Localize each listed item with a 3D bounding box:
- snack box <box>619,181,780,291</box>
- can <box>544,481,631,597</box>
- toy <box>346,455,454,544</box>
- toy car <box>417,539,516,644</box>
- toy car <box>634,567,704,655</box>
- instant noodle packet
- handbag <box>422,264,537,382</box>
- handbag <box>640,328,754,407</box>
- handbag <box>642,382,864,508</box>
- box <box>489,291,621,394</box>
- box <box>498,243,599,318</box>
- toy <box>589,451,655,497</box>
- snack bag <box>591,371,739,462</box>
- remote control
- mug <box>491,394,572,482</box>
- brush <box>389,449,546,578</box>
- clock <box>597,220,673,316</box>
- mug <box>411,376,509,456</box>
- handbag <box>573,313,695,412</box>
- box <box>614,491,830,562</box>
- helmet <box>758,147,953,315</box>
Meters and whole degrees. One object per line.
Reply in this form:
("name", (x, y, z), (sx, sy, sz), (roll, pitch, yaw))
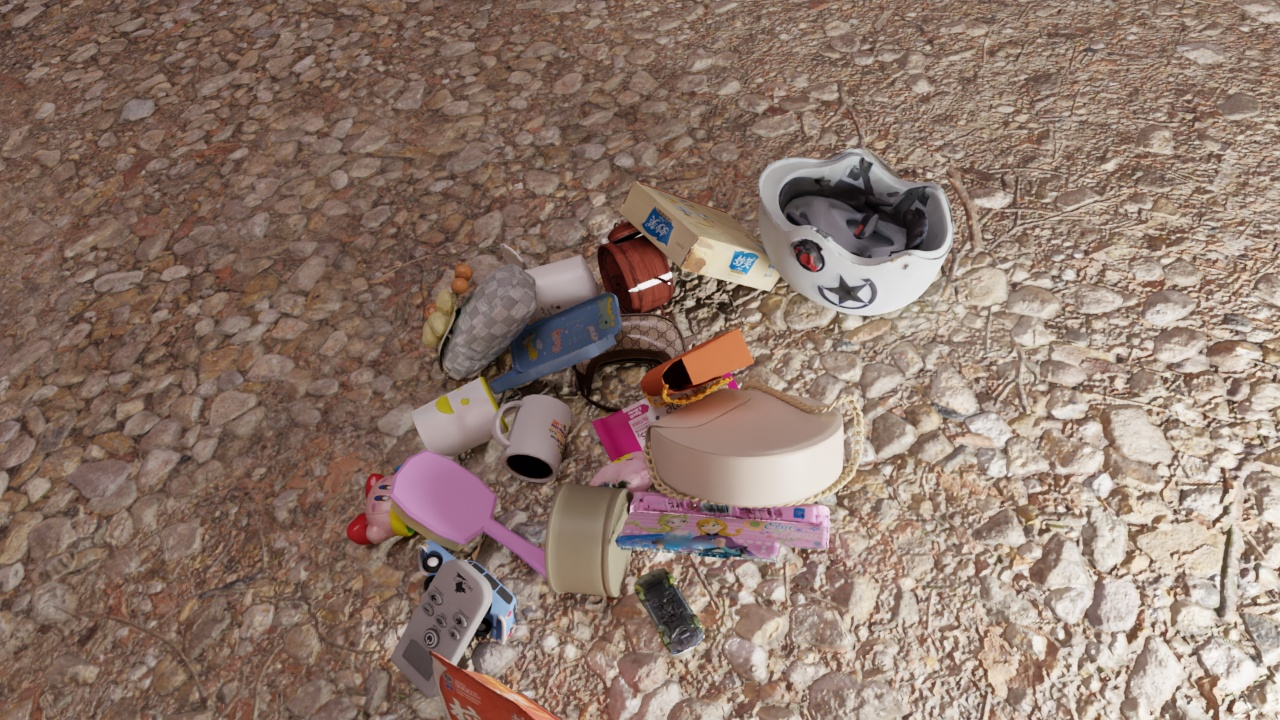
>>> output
("snack box", (0.090, -0.173, 1.294), (0.153, 0.207, 0.055), (47, 116, 36))
("can", (-0.057, 0.207, 1.063), (0.073, 0.128, 0.127), (3, 53, 12))
("toy", (-0.292, 0.185, 1.174), (0.132, 0.097, 0.123), (-12, 41, 26))
("toy car", (-0.205, 0.270, 1.088), (0.153, 0.056, 0.054), (33, 47, 25))
("toy car", (0.033, 0.286, 1.043), (0.048, 0.033, 0.105), (-28, 48, -8))
("instant noodle packet", (-0.111, 0.358, 0.896), (0.164, 0.221, 0.083), (24, 59, 27))
("handbag", (-0.228, -0.069, 1.283), (0.172, 0.123, 0.112), (-42, 27, 18))
("handbag", (0.064, 0.017, 1.123), (0.108, 0.172, 0.060), (-24, 90, -9))
("handbag", (0.128, 0.091, 1.074), (0.209, 0.103, 0.210), (10, 21, 38))
("box", (-0.113, -0.015, 1.247), (0.210, 0.049, 0.120), (-19, 39, 37))
("box", (-0.140, -0.130, 1.376), (0.136, 0.083, 0.143), (-16, 60, 1))
("toy", (-0.010, 0.142, 1.141), (0.093, 0.050, 0.103), (-30, 7, -33))
("snack bag", (0.039, 0.068, 1.207), (0.196, 0.016, 0.070), (-25, 80, -8))
("remote control", (-0.226, 0.301, 1.041), (0.074, 0.019, 0.151), (34, 99, 25))
("mug", (-0.145, 0.095, 1.188), (0.074, 0.105, 0.089), (-27, 38, 42))
("brush", (-0.200, 0.200, 1.122), (0.228, 0.043, 0.089), (33, 54, 1))
("clock", (-0.012, -0.134, 1.327), (0.072, 0.121, 0.157), (-21, 59, -15))
("mug", (-0.241, 0.081, 1.230), (0.106, 0.083, 0.082), (-26, 52, -8))
("handbag", (-0.008, 0.007, 1.262), (0.166, 0.063, 0.138), (-2, 69, 5))
("box", (0.096, 0.184, 1.039), (0.231, 0.158, 0.066), (2, 88, 13))
("helmet", (0.275, -0.161, 1.248), (0.264, 0.164, 0.235), (21, 45, 10))
